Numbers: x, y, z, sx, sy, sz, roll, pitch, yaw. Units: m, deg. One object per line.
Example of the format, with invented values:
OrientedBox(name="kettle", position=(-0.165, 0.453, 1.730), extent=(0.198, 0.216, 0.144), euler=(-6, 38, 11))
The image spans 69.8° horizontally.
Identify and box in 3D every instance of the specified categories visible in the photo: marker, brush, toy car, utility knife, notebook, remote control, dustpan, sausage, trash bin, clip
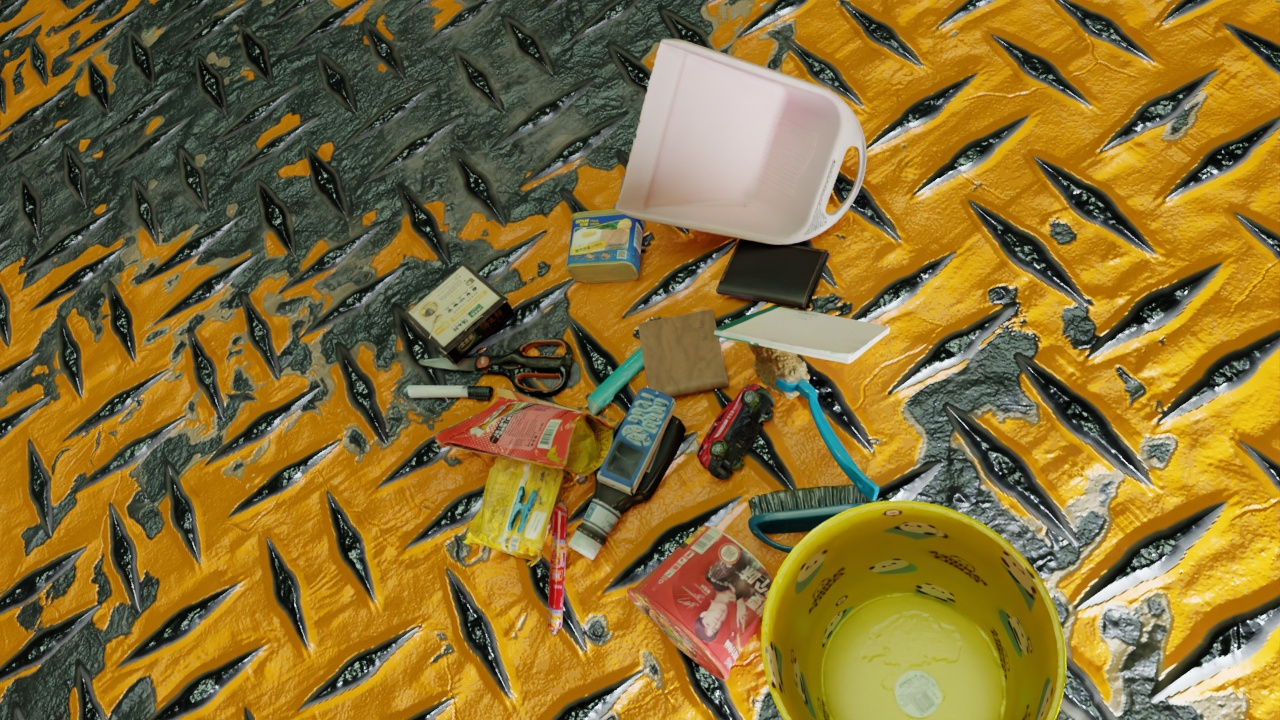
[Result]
OrientedBox(name="marker", position=(-0.261, 0.044, 1.240), extent=(0.131, 0.018, 0.022), euler=(-1, 73, 17))
OrientedBox(name="brush", position=(0.193, 0.056, 1.036), extent=(0.045, 0.083, 0.254), euler=(-19, 50, -13))
OrientedBox(name="toy car", position=(0.111, 0.081, 1.082), extent=(0.045, 0.053, 0.120), euler=(28, 79, 44))
OrientedBox(name="utility knife", position=(-0.007, 0.007, 1.181), extent=(0.171, 0.013, 0.029), euler=(-44, 62, -10))
OrientedBox(name="notebook", position=(0.190, -0.035, 1.047), extent=(0.150, 0.208, 0.012), euler=(13, 106, 24))
OrientedBox(name="remote control", position=(-0.003, 0.094, 1.077), extent=(0.049, 0.024, 0.124), euler=(20, 72, 24))
OrientedBox(name="brush", position=(0.190, 0.177, 1.007), extent=(0.144, 0.055, 0.073), euler=(-9, 61, 13))
OrientedBox(name="dustpan", position=(0.134, -0.254, 1.129), extent=(0.272, 0.223, 0.139), euler=(-3, 32, -31))
OrientedBox(name="sausage", position=(-0.096, 0.241, 1.071), extent=(0.020, 0.020, 0.155), euler=(-2, 77, 17))
OrientedBox(name="trash bin", position=(0.241, 0.274, 0.826), extent=(0.230, 0.255, 0.229), euler=(-7, 63, 14))
OrientedBox(name="clip", position=(-0.142, 0.177, 1.089), extent=(0.046, 0.014, 0.057), euler=(12, 70, 14))

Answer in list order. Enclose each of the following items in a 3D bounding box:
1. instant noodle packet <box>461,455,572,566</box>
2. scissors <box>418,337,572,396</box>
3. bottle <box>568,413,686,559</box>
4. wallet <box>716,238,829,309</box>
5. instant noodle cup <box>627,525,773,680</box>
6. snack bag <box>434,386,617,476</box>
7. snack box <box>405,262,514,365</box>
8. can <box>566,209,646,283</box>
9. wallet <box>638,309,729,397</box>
OrientedBox(name="instant noodle packet", position=(-0.149, 0.179, 1.121), extent=(0.111, 0.044, 0.128), euler=(12, 71, 20))
OrientedBox(name="scissors", position=(-0.202, 0.018, 1.231), extent=(0.235, 0.022, 0.124), euler=(-15, 61, 9))
OrientedBox(name="bottle", position=(-0.021, 0.145, 1.098), extent=(0.080, 0.044, 0.194), euler=(24, 74, 27))
OrientedBox(name="wallet", position=(0.170, -0.115, 1.179), extent=(0.122, 0.020, 0.096), euler=(13, 60, 24))
OrientedBox(name="instant noodle cup", position=(0.072, 0.249, 0.968), extent=(0.138, 0.138, 0.108), euler=(34, 70, 29))
OrientedBox(name="snack bag", position=(-0.139, 0.085, 1.124), extent=(0.208, 0.073, 0.128), euler=(8, 34, 36))
OrientedBox(name="snack box", position=(-0.244, -0.062, 1.256), extent=(0.113, 0.053, 0.125), euler=(-43, 53, -10))
OrientedBox(name="can", position=(-0.048, -0.155, 1.250), extent=(0.102, 0.057, 0.083), euler=(-1, 66, 17))
OrientedBox(name="wallet", position=(0.052, -0.008, 1.159), extent=(0.101, 0.020, 0.115), euler=(-12, 62, 3))
